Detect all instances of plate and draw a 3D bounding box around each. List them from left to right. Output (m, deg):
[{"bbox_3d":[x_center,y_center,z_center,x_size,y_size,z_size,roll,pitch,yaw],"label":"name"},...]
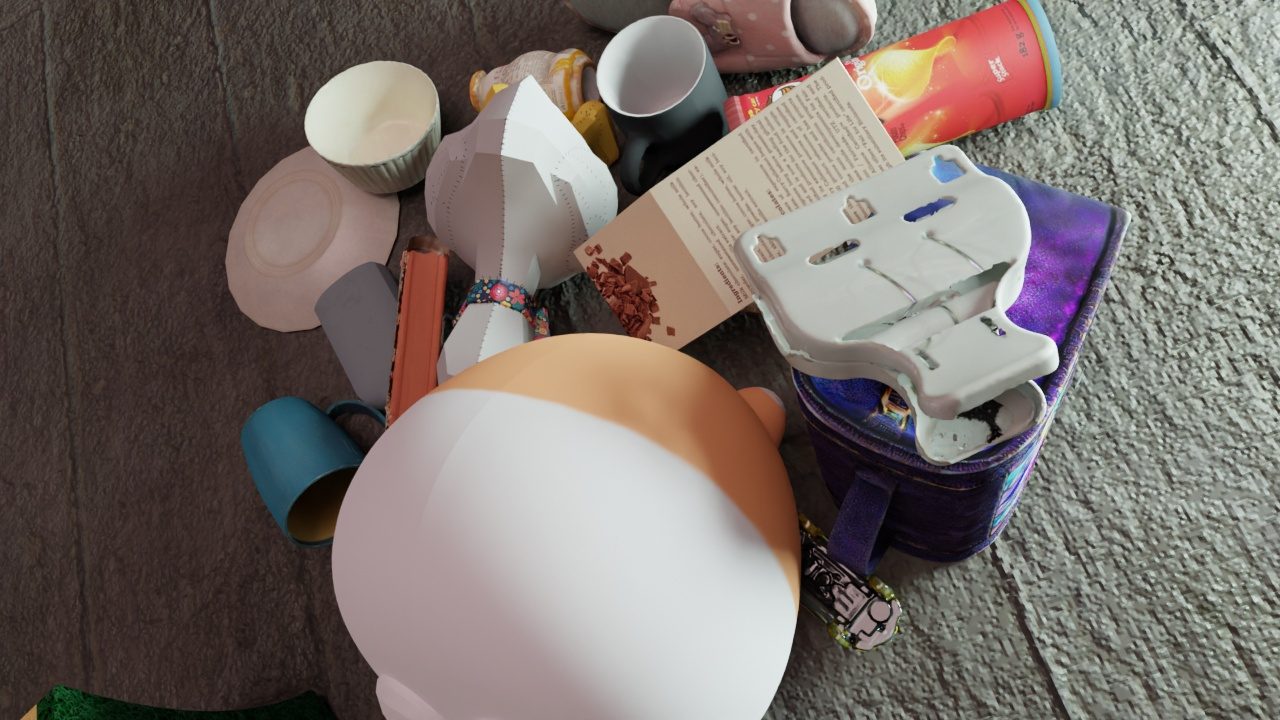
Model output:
[{"bbox_3d":[-0.308,-0.120,0.835,0.189,0.027,0.188,-6,72,18],"label":"plate"}]

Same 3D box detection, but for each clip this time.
[{"bbox_3d":[0.126,-0.024,0.423,0.125,0.081,0.147,-26,61,2],"label":"clip"}]

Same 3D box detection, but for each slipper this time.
[{"bbox_3d":[0.047,-0.267,0.710,0.275,0.114,0.054,17,76,30],"label":"slipper"}]

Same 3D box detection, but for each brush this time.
[{"bbox_3d":[-0.258,0.304,0.562,0.075,0.250,0.195,-44,61,2],"label":"brush"}]

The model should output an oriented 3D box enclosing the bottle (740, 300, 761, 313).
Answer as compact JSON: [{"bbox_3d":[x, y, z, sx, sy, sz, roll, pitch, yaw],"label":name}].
[{"bbox_3d":[0.095,-0.052,0.661,0.109,0.044,0.044,9,77,24],"label":"bottle"}]

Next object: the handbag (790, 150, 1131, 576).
[{"bbox_3d":[0.170,0.021,0.528,0.125,0.205,0.221,26,76,25],"label":"handbag"}]

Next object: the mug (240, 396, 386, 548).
[{"bbox_3d":[-0.254,0.076,0.734,0.112,0.085,0.104,-33,56,-24],"label":"mug"}]

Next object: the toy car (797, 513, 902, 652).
[{"bbox_3d":[0.121,0.144,0.597,0.049,0.030,0.107,-48,62,-1],"label":"toy car"}]

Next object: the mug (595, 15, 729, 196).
[{"bbox_3d":[0.015,-0.183,0.701,0.085,0.094,0.121,18,80,24],"label":"mug"}]

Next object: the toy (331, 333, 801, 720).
[{"bbox_3d":[-0.030,0.111,0.546,0.263,0.266,0.279,6,45,33],"label":"toy"}]

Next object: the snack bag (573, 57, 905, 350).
[{"bbox_3d":[0.065,-0.090,0.601,0.207,0.069,0.094,-33,91,13],"label":"snack bag"}]

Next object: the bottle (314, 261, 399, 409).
[{"bbox_3d":[-0.205,-0.002,0.751,0.072,0.046,0.161,-37,65,6],"label":"bottle"}]

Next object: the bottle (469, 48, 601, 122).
[{"bbox_3d":[-0.089,-0.227,0.772,0.109,0.063,0.063,5,75,23],"label":"bottle"}]

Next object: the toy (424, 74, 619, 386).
[{"bbox_3d":[-0.092,-0.090,0.668,0.141,0.247,0.266,10,58,0],"label":"toy"}]

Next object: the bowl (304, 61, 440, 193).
[{"bbox_3d":[-0.224,-0.196,0.799,0.115,0.062,0.115,-3,63,5],"label":"bowl"}]

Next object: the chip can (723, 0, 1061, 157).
[{"bbox_3d":[0.173,-0.180,0.649,0.214,0.087,0.087,-18,68,13],"label":"chip can"}]

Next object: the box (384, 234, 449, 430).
[{"bbox_3d":[-0.170,-0.015,0.704,0.058,0.053,0.186,-10,64,16],"label":"box"}]
